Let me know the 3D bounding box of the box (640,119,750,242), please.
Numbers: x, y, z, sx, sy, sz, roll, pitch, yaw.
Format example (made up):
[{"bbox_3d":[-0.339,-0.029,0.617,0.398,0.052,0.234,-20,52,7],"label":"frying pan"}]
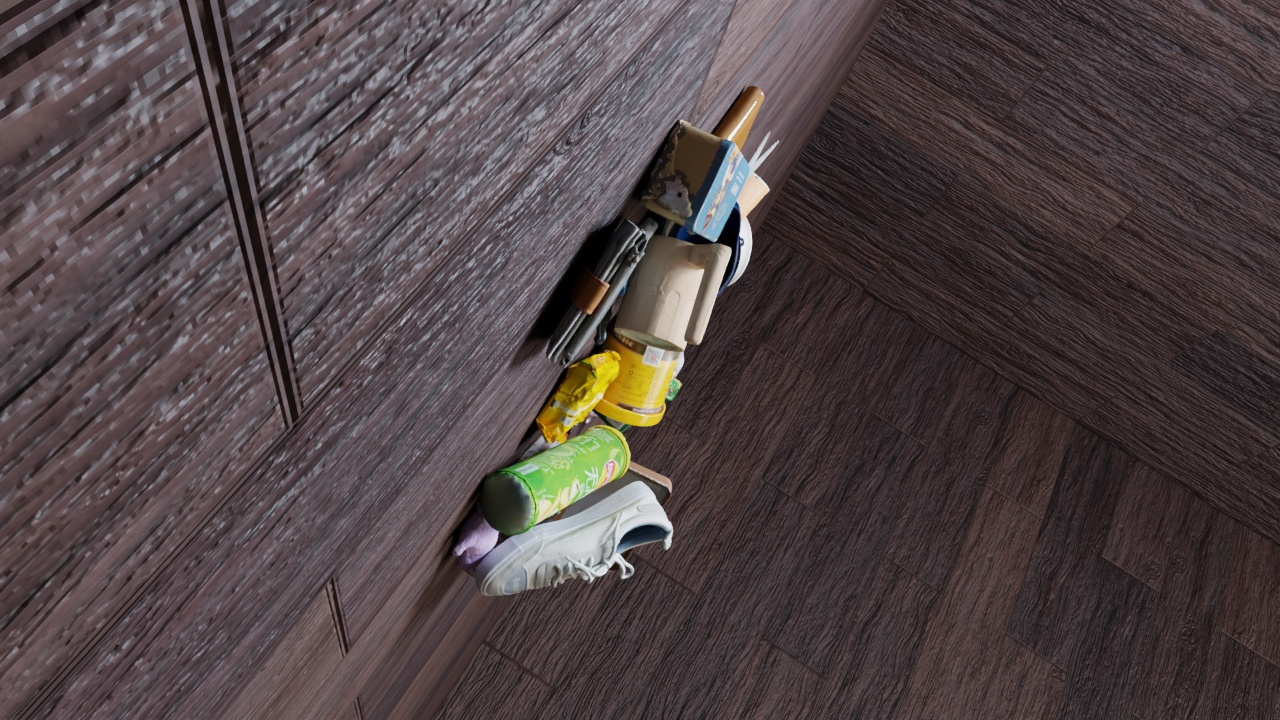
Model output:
[{"bbox_3d":[0.057,-0.164,0.869,0.090,0.059,0.184,-64,169,11],"label":"box"}]

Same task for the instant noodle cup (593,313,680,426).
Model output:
[{"bbox_3d":[-0.007,0.007,1.185,0.115,0.118,0.118,-67,173,21],"label":"instant noodle cup"}]

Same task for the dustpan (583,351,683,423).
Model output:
[{"bbox_3d":[-0.024,-0.011,1.570,0.272,0.138,0.223,-99,-150,-50],"label":"dustpan"}]

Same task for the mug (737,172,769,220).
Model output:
[{"bbox_3d":[0.100,-0.197,1.197,0.123,0.078,0.078,-53,176,4],"label":"mug"}]

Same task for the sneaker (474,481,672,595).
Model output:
[{"bbox_3d":[-0.070,0.230,1.070,0.241,0.090,0.090,-22,144,-25],"label":"sneaker"}]

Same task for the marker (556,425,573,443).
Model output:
[{"bbox_3d":[-0.108,0.101,1.364,0.123,0.015,0.018,-58,179,-38],"label":"marker"}]

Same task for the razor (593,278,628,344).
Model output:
[{"bbox_3d":[-0.035,-0.057,0.967,0.143,0.022,0.042,114,-8,-59],"label":"razor"}]

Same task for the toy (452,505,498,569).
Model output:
[{"bbox_3d":[-0.183,0.200,1.026,0.083,0.039,0.108,-54,173,-32],"label":"toy"}]

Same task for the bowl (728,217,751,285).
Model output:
[{"bbox_3d":[0.090,-0.161,1.273,0.064,0.118,0.119,-1,133,-39],"label":"bowl"}]

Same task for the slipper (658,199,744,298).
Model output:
[{"bbox_3d":[0.069,-0.114,1.076,0.105,0.095,0.253,-12,157,-14],"label":"slipper"}]

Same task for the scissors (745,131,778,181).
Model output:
[{"bbox_3d":[0.108,-0.209,1.128,0.140,0.012,0.171,-13,131,-40],"label":"scissors"}]

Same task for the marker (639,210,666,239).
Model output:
[{"bbox_3d":[-0.004,-0.114,0.910,0.130,0.018,0.023,-56,143,-32],"label":"marker"}]

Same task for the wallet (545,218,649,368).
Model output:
[{"bbox_3d":[-0.040,-0.061,0.776,0.130,0.037,0.106,-57,-173,8],"label":"wallet"}]

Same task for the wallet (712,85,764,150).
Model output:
[{"bbox_3d":[0.092,-0.239,1.058,0.131,0.031,0.108,-55,174,-20],"label":"wallet"}]

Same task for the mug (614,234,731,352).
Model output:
[{"bbox_3d":[0.036,-0.068,0.949,0.125,0.084,0.103,8,-102,54],"label":"mug"}]

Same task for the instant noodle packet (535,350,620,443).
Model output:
[{"bbox_3d":[-0.074,0.040,1.085,0.111,0.044,0.128,-57,174,14],"label":"instant noodle packet"}]

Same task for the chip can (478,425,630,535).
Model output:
[{"bbox_3d":[-0.093,0.132,1.038,0.220,0.072,0.073,-19,144,-60],"label":"chip can"}]

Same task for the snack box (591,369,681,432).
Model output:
[{"bbox_3d":[-0.020,0.039,1.335,0.106,0.118,0.117,-48,180,20],"label":"snack box"}]

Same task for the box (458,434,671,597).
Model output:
[{"bbox_3d":[-0.098,0.218,1.177,0.181,0.226,0.156,-58,-168,29],"label":"box"}]
